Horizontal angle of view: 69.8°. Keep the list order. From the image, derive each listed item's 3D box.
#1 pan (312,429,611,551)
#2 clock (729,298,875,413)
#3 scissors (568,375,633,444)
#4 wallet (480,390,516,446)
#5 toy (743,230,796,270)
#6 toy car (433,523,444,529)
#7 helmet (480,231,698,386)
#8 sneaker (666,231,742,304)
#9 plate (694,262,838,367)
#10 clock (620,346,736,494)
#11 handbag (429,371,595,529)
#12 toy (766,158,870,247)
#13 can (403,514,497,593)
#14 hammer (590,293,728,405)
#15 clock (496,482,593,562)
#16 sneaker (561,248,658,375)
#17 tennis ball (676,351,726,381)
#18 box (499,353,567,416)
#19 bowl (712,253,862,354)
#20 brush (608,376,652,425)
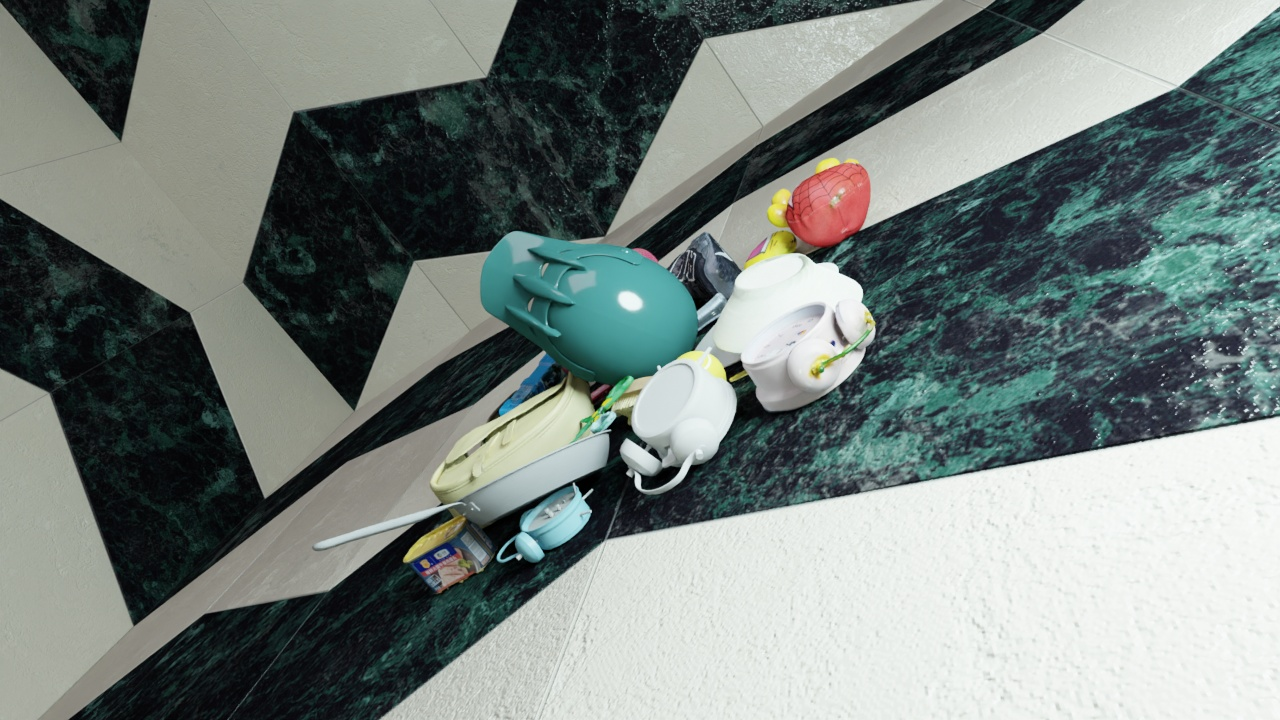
[{"bbox_3d":[-0.177,0.153,0.997,0.355,0.051,0.201,-21,-9,-39],"label":"pan"},{"bbox_3d":[0.164,-0.008,0.888,0.116,0.059,0.158,-43,15,-24],"label":"clock"},{"bbox_3d":[-0.051,0.069,1.109,0.125,0.011,0.130,-48,11,4],"label":"scissors"},{"bbox_3d":[-0.226,0.113,1.468,0.120,0.027,0.099,-59,-10,-60],"label":"wallet"},{"bbox_3d":[0.192,-0.156,1.363,0.094,0.041,0.095,-32,17,37],"label":"toy"},{"bbox_3d":[-0.258,0.245,1.169,0.036,0.042,0.091,-59,2,30],"label":"toy car"},{"bbox_3d":[-0.063,-0.069,1.201,0.200,0.275,0.176,15,-83,-59],"label":"helmet"},{"bbox_3d":[0.077,-0.119,1.436,0.151,0.097,0.252,-41,11,9],"label":"sneaker"},{"bbox_3d":[0.150,-0.067,1.190,0.229,0.030,0.229,-35,13,9],"label":"plate"},{"bbox_3d":[0.039,0.069,0.937,0.120,0.061,0.158,-21,41,43],"label":"clock"},{"bbox_3d":[-0.167,0.107,1.220,0.233,0.088,0.190,-30,29,15],"label":"handbag"},{"bbox_3d":[0.259,-0.223,1.293,0.148,0.099,0.216,-42,11,10],"label":"toy"},{"bbox_3d":[-0.224,0.229,1.089,0.100,0.059,0.053,-32,14,24],"label":"can"},{"bbox_3d":[-0.008,0.008,1.328,0.326,0.036,0.140,-37,15,7],"label":"hammer"},{"bbox_3d":[-0.107,0.179,0.993,0.123,0.042,0.087,-34,13,8],"label":"clock"},{"bbox_3d":[-0.054,-0.075,1.437,0.241,0.116,0.091,-56,-3,-27],"label":"sneaker"},{"bbox_3d":[0.064,0.022,1.032,0.065,0.065,0.065,-35,13,9],"label":"tennis ball"},{"bbox_3d":[-0.160,0.083,1.455,0.171,0.070,0.242,-68,-6,34],"label":"box"},{"bbox_3d":[0.157,-0.076,1.039,0.177,0.058,0.176,-19,23,9],"label":"bowl"},{"bbox_3d":[0.006,0.051,1.126,0.117,0.049,0.039,-20,40,54],"label":"brush"}]
